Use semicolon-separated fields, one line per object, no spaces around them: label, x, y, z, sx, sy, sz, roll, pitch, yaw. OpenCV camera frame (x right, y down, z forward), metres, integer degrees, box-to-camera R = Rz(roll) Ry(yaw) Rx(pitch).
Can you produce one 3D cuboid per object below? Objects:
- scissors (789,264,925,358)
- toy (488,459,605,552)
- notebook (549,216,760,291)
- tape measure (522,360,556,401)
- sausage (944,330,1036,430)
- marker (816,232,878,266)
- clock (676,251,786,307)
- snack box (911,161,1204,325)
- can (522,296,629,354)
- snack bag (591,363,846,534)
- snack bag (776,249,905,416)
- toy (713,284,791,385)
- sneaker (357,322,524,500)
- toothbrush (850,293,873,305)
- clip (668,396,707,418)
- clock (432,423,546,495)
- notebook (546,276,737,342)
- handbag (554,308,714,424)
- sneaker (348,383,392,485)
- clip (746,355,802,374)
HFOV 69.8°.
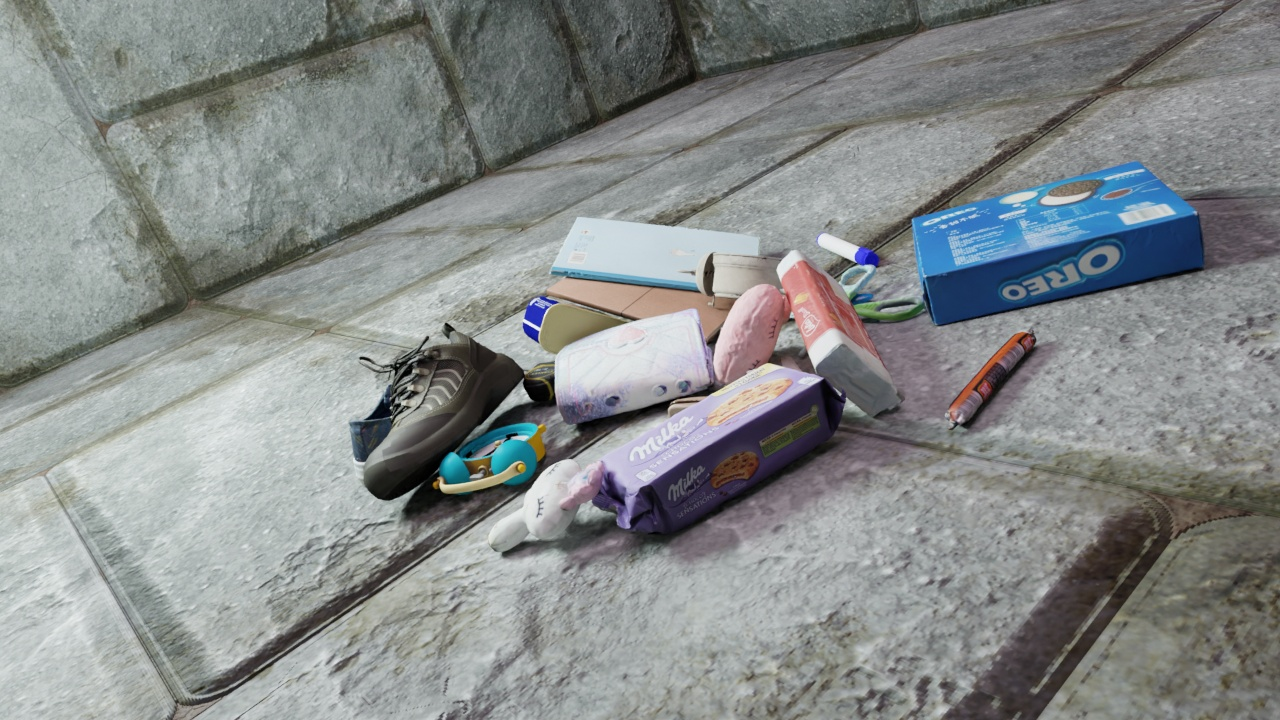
scissors;0.210;-0.055;0.962;0.172;0.023;0.171;-3;40;21
toy;-0.073;0.113;0.746;0.123;0.038;0.079;-33;17;37
notebook;0.025;-0.136;1.178;0.253;0.009;0.180;7;31;5
tape measure;-0.101;0.024;1.033;0.062;0.034;0.061;-7;22;32
sausage;0.283;0.012;0.740;0.020;0.020;0.154;4;31;46
marker;0.255;-0.138;1.137;0.020;0.020;0.141;-22;21;-6
clock;0.113;-0.090;1.049;0.157;0.061;0.103;9;4;28
snack box;0.399;-0.121;0.918;0.239;0.056;0.195;-13;22;19
can;-0.072;-0.034;1.061;0.116;0.056;0.092;14;5;-24
snack bag;0.060;0.073;0.738;0.205;0.058;0.096;-29;18;-14
snack bag;0.176;-0.032;0.842;0.041;0.077;0.224;-46;19;21
toy;0.114;-0.027;0.901;0.053;0.108;0.104;29;26;20
sneaker;-0.227;0.029;0.943;0.101;0.143;0.237;-44;5;36
toothbrush;0.186;-0.055;1.002;0.135;0.017;0.022;-10;21;16
clip;0.058;0.045;0.856;0.052;0.026;0.059;-31;24;-31
clock;-0.140;0.095;0.886;0.099;0.044;0.129;-13;15;18
notebook;0.014;-0.080;1.100;0.209;0.008;0.141;18;33;23
handbag;-0.006;0.006;0.952;0.159;0.069;0.126;-14;23;8
sneaker;-0.253;0.047;1.047;0.088;0.079;0.234;-7;25;30
clip;0.128;0.028;0.852;0.055;0.045;0.101;-13;20;-1
